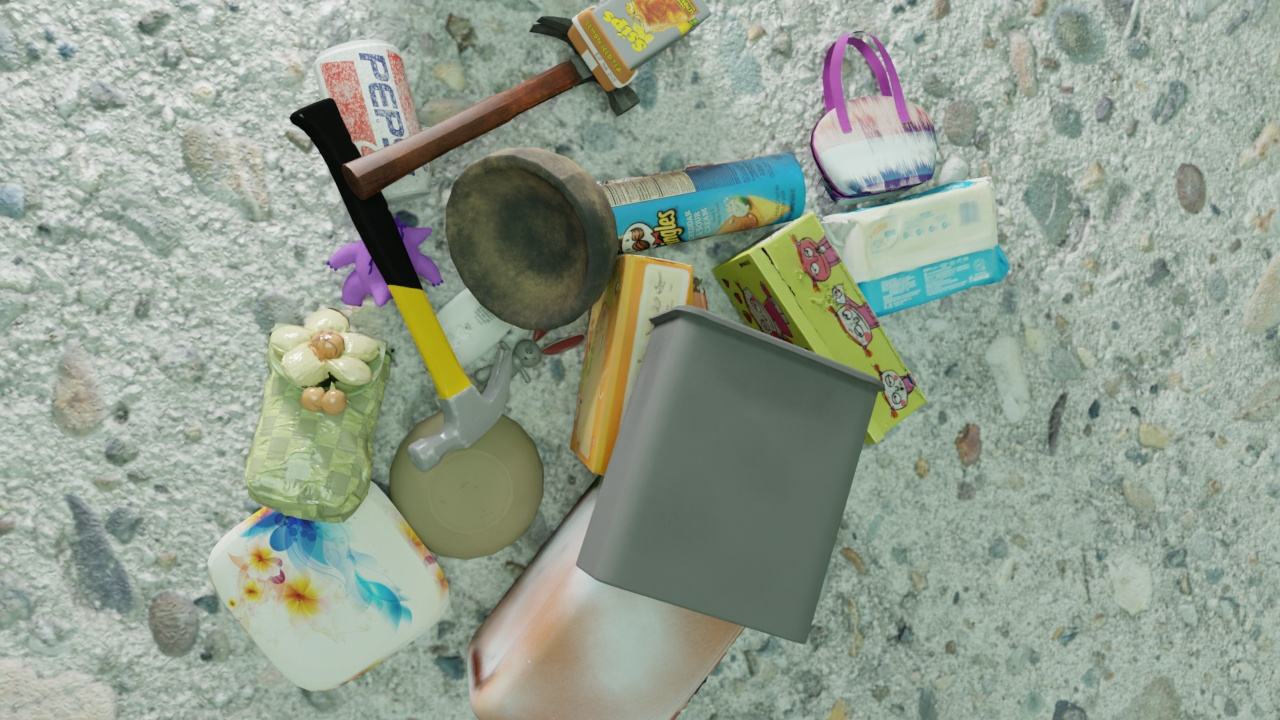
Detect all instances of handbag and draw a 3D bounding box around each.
[{"bbox_3d":[0.234,-0.254,0.951,0.144,0.068,0.170,-12,90,-13],"label":"handbag"},{"bbox_3d":[-0.279,0.042,0.805,0.113,0.117,0.186,9,61,-17],"label":"handbag"}]

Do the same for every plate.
[{"bbox_3d":[-0.294,0.211,0.862,0.187,0.016,0.187,-34,100,2],"label":"plate"}]

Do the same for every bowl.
[{"bbox_3d":[-0.089,-0.113,0.820,0.070,0.163,0.162,-41,106,-52],"label":"bowl"},{"bbox_3d":[-0.166,0.122,0.886,0.152,0.050,0.152,-1,94,-13],"label":"bowl"}]

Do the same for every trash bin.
[{"bbox_3d":[0.072,0.092,0.750,0.191,0.098,0.219,20,81,-13],"label":"trash bin"},{"bbox_3d":[-0.031,0.241,0.862,0.157,0.181,0.259,40,85,-11],"label":"trash bin"}]

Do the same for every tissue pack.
[{"bbox_3d":[0.292,-0.118,0.964,0.209,0.066,0.117,-16,104,-12],"label":"tissue pack"}]

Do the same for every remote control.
[{"bbox_3d":[-0.160,-0.039,0.886,0.114,0.028,0.060,-44,102,-7],"label":"remote control"}]

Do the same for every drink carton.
[{"bbox_3d":[0.000,-0.319,0.873,0.124,0.049,0.076,-42,103,-27],"label":"drink carton"}]

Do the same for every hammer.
[{"bbox_3d":[-0.209,-0.069,0.803,0.126,0.029,0.324,-34,113,-32],"label":"hammer"},{"bbox_3d":[-0.134,-0.222,0.822,0.299,0.028,0.111,-38,100,-31],"label":"hammer"}]

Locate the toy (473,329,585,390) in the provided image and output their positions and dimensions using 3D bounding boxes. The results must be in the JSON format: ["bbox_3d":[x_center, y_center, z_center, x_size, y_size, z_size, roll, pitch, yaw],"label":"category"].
[{"bbox_3d":[-0.111,-0.006,0.900,0.111,0.030,0.049,-36,106,-10],"label":"toy"}]

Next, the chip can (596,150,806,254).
[{"bbox_3d":[0.043,-0.153,0.901,0.229,0.080,0.080,-12,97,-13],"label":"chip can"}]

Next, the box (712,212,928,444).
[{"bbox_3d":[0.175,-0.026,0.910,0.082,0.124,0.221,-33,97,-13],"label":"box"}]

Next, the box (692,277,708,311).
[{"bbox_3d":[0.057,0.006,0.931,0.060,0.057,0.187,-9,96,19],"label":"box"}]

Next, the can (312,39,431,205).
[{"bbox_3d":[-0.240,-0.211,0.829,0.078,0.078,0.136,-15,98,-12],"label":"can"}]

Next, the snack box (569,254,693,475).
[{"bbox_3d":[-0.005,0.005,0.867,0.080,0.145,0.195,9,91,-13],"label":"snack box"}]

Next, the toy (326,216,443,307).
[{"bbox_3d":[-0.235,-0.089,0.850,0.106,0.056,0.088,8,94,-14],"label":"toy"}]
